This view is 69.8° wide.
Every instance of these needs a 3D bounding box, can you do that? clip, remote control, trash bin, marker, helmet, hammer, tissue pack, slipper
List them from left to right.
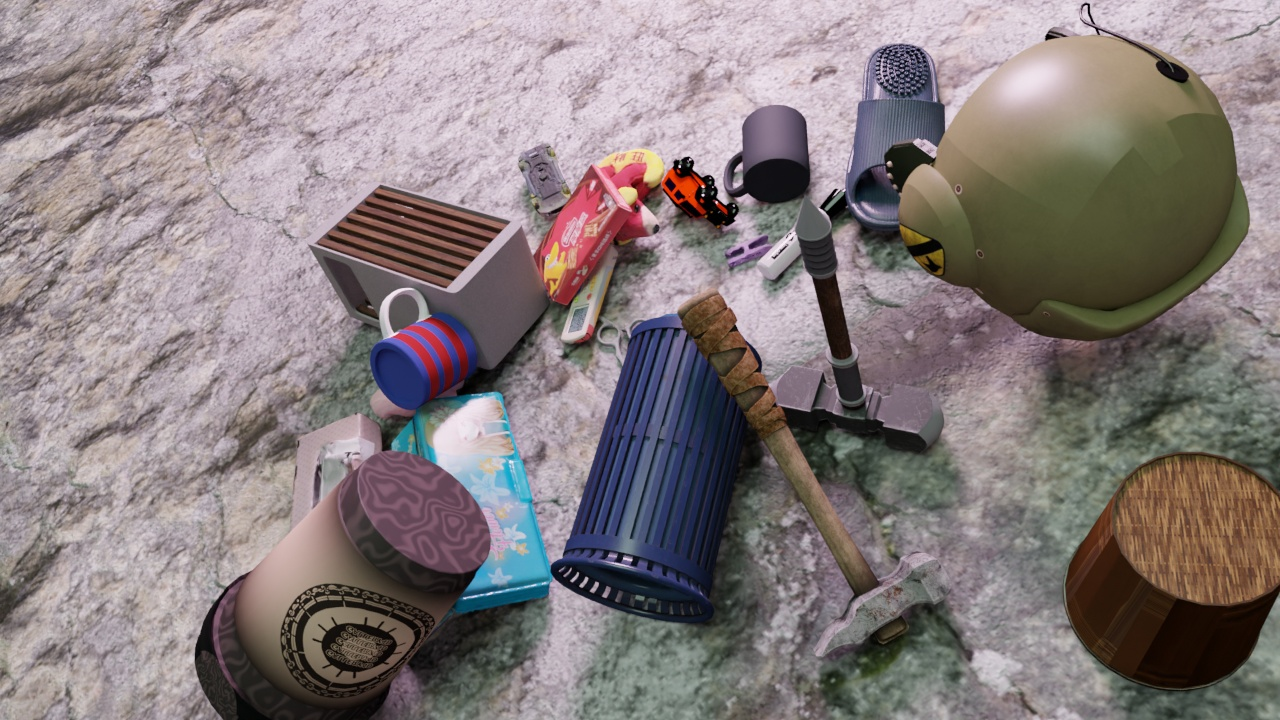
[{"bbox_3d":[-0.315,0.142,0.944,0.104,0.071,0.181,-23,51,20],"label":"tissue pack"},{"bbox_3d":[-0.235,-0.098,1.020,0.229,0.115,0.114,19,56,29],"label":"trash bin"},{"bbox_3d":[-0.056,-0.073,1.005,0.038,0.018,0.125,-9,56,43],"label":"remote control"},{"bbox_3d":[0.024,0.088,0.815,0.139,0.139,0.249,5,61,23],"label":"trash bin"},{"bbox_3d":[0.115,-0.114,0.977,0.053,0.013,0.037,-8,57,18],"label":"clip"},{"bbox_3d":[0.123,0.084,0.753,0.121,0.049,0.318,-30,82,2],"label":"hammer"},{"bbox_3d":[0.173,-0.135,0.959,0.125,0.025,0.025,-44,56,-9],"label":"marker"},{"bbox_3d":[0.153,-0.024,0.718,0.156,0.322,0.043,11,65,25],"label":"hammer"},{"bbox_3d":[0.272,-0.253,0.951,0.101,0.083,0.263,7,61,8],"label":"slipper"},{"bbox_3d":[0.346,-0.129,0.738,0.250,0.256,0.233,-36,52,-2],"label":"helmet"}]

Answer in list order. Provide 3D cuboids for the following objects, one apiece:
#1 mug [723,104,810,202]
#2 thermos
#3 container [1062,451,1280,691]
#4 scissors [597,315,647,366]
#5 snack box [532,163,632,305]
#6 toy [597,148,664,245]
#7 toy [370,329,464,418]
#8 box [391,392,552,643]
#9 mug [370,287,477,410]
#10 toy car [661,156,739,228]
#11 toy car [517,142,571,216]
[{"bbox_3d":[0.134,-0.218,1.004,0.105,0.071,0.077,-24,50,38],"label":"mug"},{"bbox_3d":[-0.246,0.199,0.783,0.227,0.172,0.172,-47,52,20],"label":"thermos"},{"bbox_3d":[0.370,0.142,0.633,0.132,0.167,0.132,-9,58,15],"label":"container"},{"bbox_3d":[-0.020,0.011,0.951,0.090,0.014,0.171,-5,57,19],"label":"scissors"},{"bbox_3d":[-0.067,-0.137,1.007,0.133,0.021,0.089,-54,42,24],"label":"snack box"},{"bbox_3d":[-0.024,-0.191,1.046,0.106,0.067,0.137,-11,50,13],"label":"toy"},{"bbox_3d":[-0.239,0.023,1.002,0.096,0.053,0.099,14,85,4],"label":"toy"},{"bbox_3d":[-0.190,0.146,0.898,0.172,0.083,0.227,-25,55,5],"label":"box"},{"bbox_3d":[-0.225,-0.016,0.920,0.075,0.112,0.076,-15,15,41],"label":"mug"},{"bbox_3d":[0.063,-0.181,1.010,0.049,0.051,0.100,-45,47,15],"label":"toy car"},{"bbox_3d":[-0.114,-0.215,1.109,0.048,0.033,0.105,-24,59,3],"label":"toy car"}]
